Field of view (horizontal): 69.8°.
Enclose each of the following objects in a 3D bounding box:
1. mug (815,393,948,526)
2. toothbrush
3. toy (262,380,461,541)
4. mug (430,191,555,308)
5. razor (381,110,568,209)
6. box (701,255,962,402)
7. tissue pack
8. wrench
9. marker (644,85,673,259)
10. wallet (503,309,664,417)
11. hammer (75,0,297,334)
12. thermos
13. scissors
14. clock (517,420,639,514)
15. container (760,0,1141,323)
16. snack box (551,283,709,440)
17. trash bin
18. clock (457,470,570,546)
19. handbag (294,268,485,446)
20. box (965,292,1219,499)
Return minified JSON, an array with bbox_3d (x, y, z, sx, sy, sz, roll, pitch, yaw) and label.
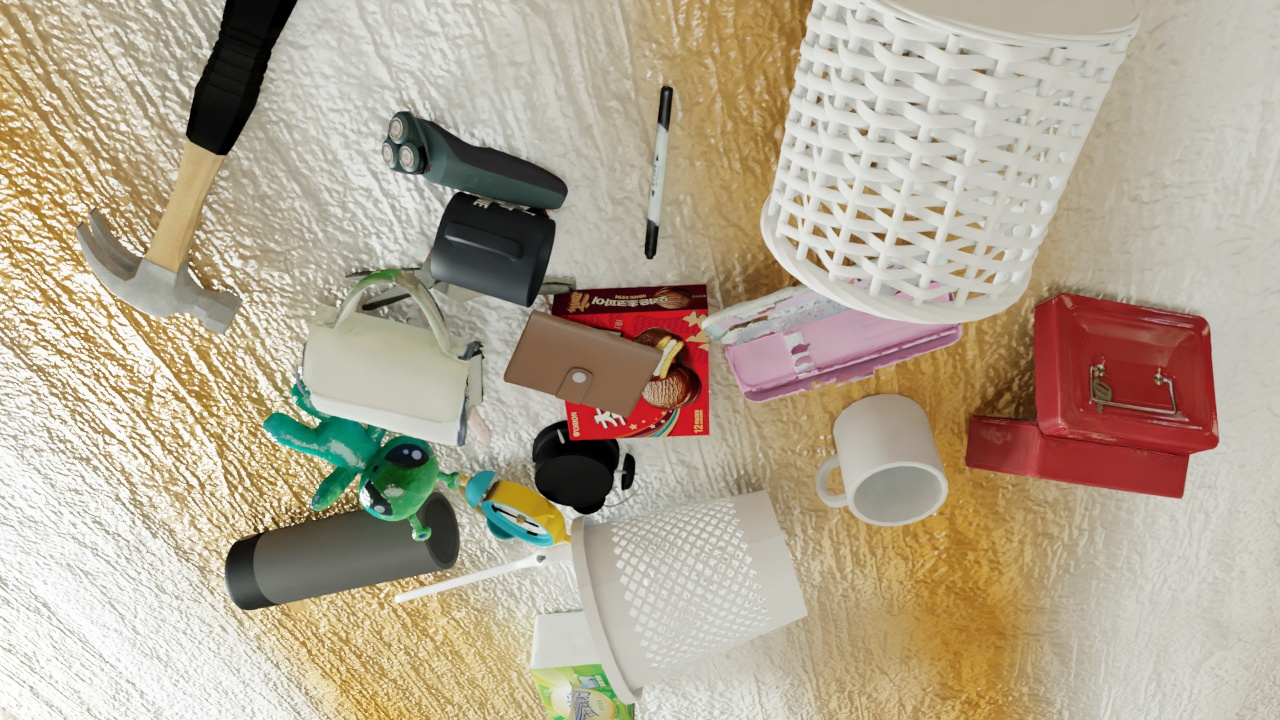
[{"bbox_3d":[0.224,0.101,0.882,0.121,0.090,0.091,-26,126,22],"label":"mug"},{"bbox_3d":[-0.178,0.021,0.865,0.016,0.018,0.181,-10,132,13],"label":"toothbrush"},{"bbox_3d":[-0.264,0.093,0.889,0.193,0.072,0.130,37,83,-13],"label":"toy"},{"bbox_3d":[-0.113,-0.086,0.696,0.077,0.105,0.071,17,90,1],"label":"mug"},{"bbox_3d":[-0.124,-0.147,0.701,0.142,0.052,0.047,14,129,-24],"label":"razor"},{"bbox_3d":[0.163,-0.038,0.782,0.202,0.066,0.153,-18,139,16],"label":"box"},{"bbox_3d":[-0.070,0.423,1.137,0.120,0.141,0.198,-11,131,10],"label":"tissue pack"},{"bbox_3d":[-0.175,0.241,1.033,0.274,0.018,0.066,-21,169,27],"label":"wrench"},{"bbox_3d":[0.014,-0.143,0.721,0.011,0.011,0.152,4,131,-3],"label":"marker"},{"bbox_3d":[-0.051,0.005,0.801,0.121,0.013,0.088,17,130,-14],"label":"wallet"},{"bbox_3d":[-0.332,-0.155,0.698,0.131,0.039,0.329,27,126,-20],"label":"hammer"},{"bbox_3d":[-0.322,0.207,0.988,0.241,0.082,0.082,-14,130,13],"label":"thermos"},{"bbox_3d":[-0.146,-0.078,0.778,0.179,0.015,0.185,23,128,-18],"label":"scissors"},{"bbox_3d":[-0.056,0.112,0.927,0.120,0.042,0.091,36,123,-27],"label":"clock"},{"bbox_3d":[0.188,-0.153,0.593,0.189,0.189,0.187,4,130,-3],"label":"container"},{"bbox_3d":[-0.005,0.005,0.836,0.133,0.035,0.152,-2,132,3],"label":"snack box"},{"bbox_3d":[0.055,0.227,0.946,0.199,0.195,0.196,-18,130,4],"label":"trash bin"},{"bbox_3d":[-0.132,0.155,0.948,0.130,0.043,0.099,13,147,27],"label":"clock"},{"bbox_3d":[-0.211,-0.005,0.780,0.151,0.073,0.176,15,138,-1],"label":"handbag"},{"bbox_3d":[0.404,0.050,0.842,0.156,0.156,0.171,10,158,-9],"label":"box"}]
